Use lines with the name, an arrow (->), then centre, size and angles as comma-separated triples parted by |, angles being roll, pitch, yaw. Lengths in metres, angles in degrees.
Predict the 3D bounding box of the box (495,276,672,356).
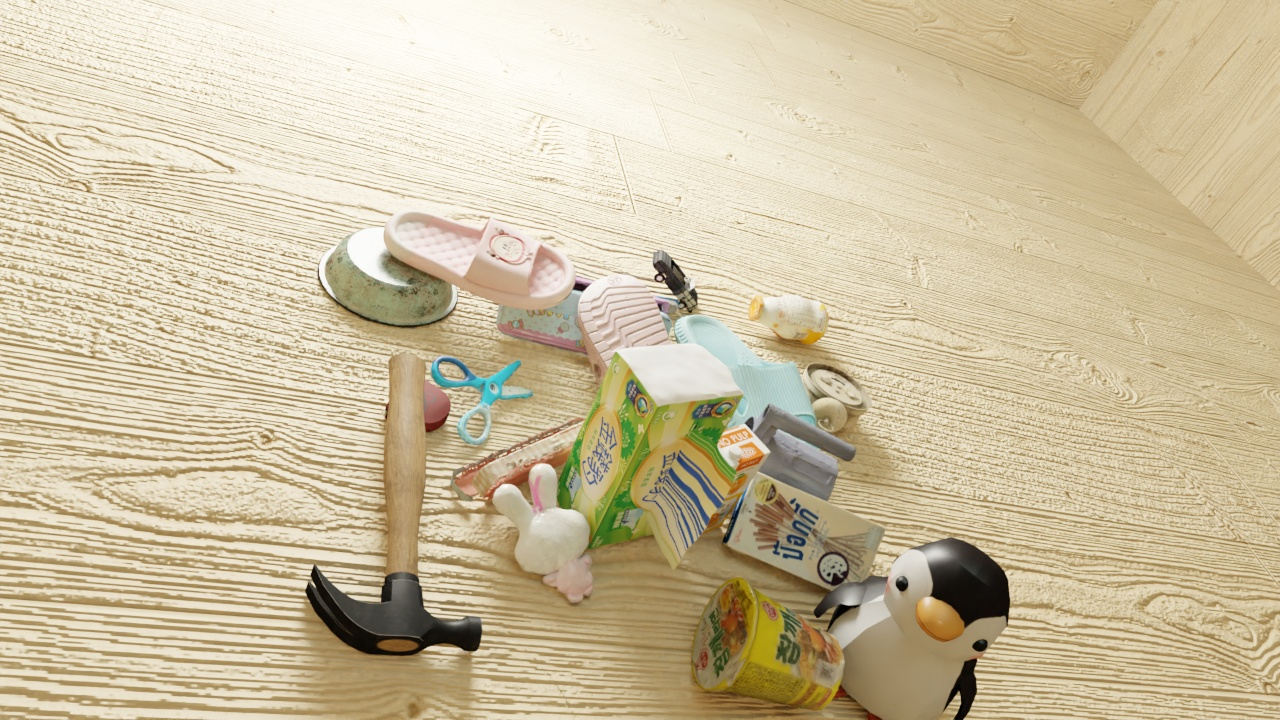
box -> -0.066, -0.065, 1.113 | 0.214, 0.062, 0.139 | 13, 41, -18

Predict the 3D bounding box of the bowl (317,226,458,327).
bowl -> -0.280, -0.103, 1.039 | 0.157, 0.039, 0.157 | 17, 37, -13

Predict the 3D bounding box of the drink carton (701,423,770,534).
drink carton -> 0.074, 0.120, 0.909 | 0.058, 0.123, 0.040 | -13, 51, -42

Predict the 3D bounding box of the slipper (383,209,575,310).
slipper -> -0.178, -0.122, 1.033 | 0.221, 0.056, 0.106 | 17, 45, -2

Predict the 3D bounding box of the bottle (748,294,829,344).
bottle -> 0.204, -0.061, 1.271 | 0.108, 0.063, 0.063 | 12, 38, -18

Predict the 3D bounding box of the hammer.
hammer -> -0.212, 0.109, 0.803 | 0.132, 0.040, 0.304 | 11, 42, -23

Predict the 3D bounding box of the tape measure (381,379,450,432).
tape measure -> -0.218, 0.049, 0.905 | 0.051, 0.019, 0.058 | 34, 43, 7

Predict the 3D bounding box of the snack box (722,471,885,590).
snack box -> 0.167, 0.178, 0.936 | 0.150, 0.082, 0.026 | 24, -7, -4

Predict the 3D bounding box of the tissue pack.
tissue pack -> 0.020, 0.100, 0.837 | 0.120, 0.198, 0.141 | -11, 47, -32

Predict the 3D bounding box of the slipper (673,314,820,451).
slipper -> 0.131, 0.023, 1.117 | 0.115, 0.070, 0.276 | -5, 45, -32

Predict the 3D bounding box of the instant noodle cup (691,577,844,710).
instant noodle cup -> 0.114, 0.255, 0.797 | 0.108, 0.102, 0.102 | 25, 35, -16

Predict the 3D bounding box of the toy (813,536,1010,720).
toy -> 0.259, 0.232, 0.832 | 0.159, 0.185, 0.139 | 38, 36, 15

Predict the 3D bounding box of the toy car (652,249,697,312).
toy car -> 0.049, -0.108, 1.232 | 0.092, 0.037, 0.040 | 50, 25, -26

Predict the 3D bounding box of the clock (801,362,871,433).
clock -> 0.235, 0.058, 1.149 | 0.093, 0.055, 0.140 | 29, 28, 2

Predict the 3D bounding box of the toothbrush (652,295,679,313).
toothbrush -> -0.026, -0.085, 1.197 | 0.166, 0.016, 0.014 | 10, 39, -21

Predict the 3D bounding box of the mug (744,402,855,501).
mug -> 0.156, 0.107, 0.978 | 0.104, 0.124, 0.083 | 27, 44, -3

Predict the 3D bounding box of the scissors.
scissors -> -0.163, 0.021, 0.946 | 0.113, 0.013, 0.140 | 54, 38, -11

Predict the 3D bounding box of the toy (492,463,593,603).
toy -> -0.081, 0.159, 0.827 | 0.075, 0.037, 0.125 | -28, 86, -38

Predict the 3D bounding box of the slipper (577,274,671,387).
slipper -> -0.006, 0.006, 1.035 | 0.094, 0.065, 0.239 | -15, 56, -16

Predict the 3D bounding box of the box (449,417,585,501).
box -> -0.098, 0.088, 0.901 | 0.076, 0.055, 0.186 | 10, 21, 37
